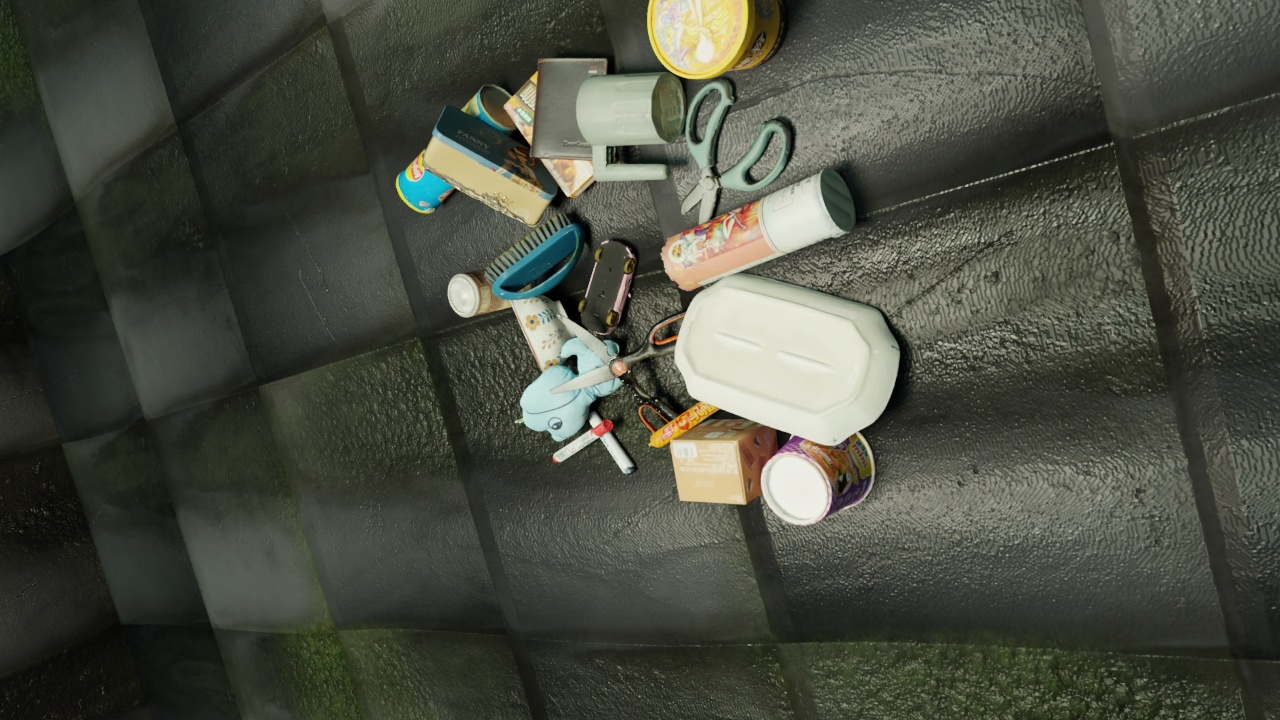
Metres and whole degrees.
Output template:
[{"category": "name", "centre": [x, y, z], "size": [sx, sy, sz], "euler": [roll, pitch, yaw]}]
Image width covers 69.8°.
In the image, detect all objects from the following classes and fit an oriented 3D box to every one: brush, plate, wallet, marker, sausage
[{"category": "brush", "centre": [-0.129, -0.126, 1.185], "size": [0.144, 0.055, 0.073], "euler": [-38, 71, -3]}, {"category": "plate", "centre": [0.150, -0.009, 1.018], "size": [0.266, 0.034, 0.162], "euler": [20, 90, 31]}, {"category": "wallet", "centre": [-0.087, -0.308, 1.129], "size": [0.096, 0.020, 0.122], "euler": [7, 96, 20]}, {"category": "marker", "centre": [-0.050, 0.101, 1.250], "size": [0.130, 0.018, 0.023], "euler": [55, 136, 12]}, {"category": "sausage", "centre": [0.073, 0.064, 1.125], "size": [0.165, 0.021, 0.021], "euler": [-36, 80, 24]}, {"category": "marker", "centre": [-0.081, 0.113, 1.262], "size": [0.146, 0.017, 0.017], "euler": [-36, 81, 49]}]

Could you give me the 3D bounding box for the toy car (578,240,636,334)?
[{"category": "toy car", "centre": [-0.039, -0.093, 1.176], "size": [0.056, 0.037, 0.122], "euler": [24, 104, 26]}]

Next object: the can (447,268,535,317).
[{"category": "can", "centre": [-0.201, -0.096, 1.243], "size": [0.059, 0.116, 0.058], "euler": [11, 108, 34]}]

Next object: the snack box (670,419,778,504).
[{"category": "snack box", "centre": [0.103, 0.118, 1.092], "size": [0.093, 0.094, 0.077], "euler": [-3, 101, 37]}]

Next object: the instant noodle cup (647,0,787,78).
[{"category": "instant noodle cup", "centre": [0.086, -0.354, 0.955], "size": [0.119, 0.114, 0.118], "euler": [11, 109, 33]}]

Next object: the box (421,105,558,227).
[{"category": "box", "centre": [-0.193, -0.248, 1.161], "size": [0.184, 0.089, 0.062], "euler": [27, 125, -21]}]

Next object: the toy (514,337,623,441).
[{"category": "toy", "centre": [-0.095, 0.041, 1.208], "size": [0.049, 0.156, 0.162], "euler": [-109, 6, -51]}]

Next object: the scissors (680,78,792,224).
[{"category": "scissors", "centre": [0.106, -0.223, 1.040], "size": [0.172, 0.019, 0.177], "euler": [21, 113, 30]}]

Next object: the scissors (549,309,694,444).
[{"category": "scissors", "centre": [-0.006, 0.011, 1.141], "size": [0.221, 0.021, 0.233], "euler": [-38, 101, 20]}]

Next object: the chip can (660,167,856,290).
[{"category": "chip can", "centre": [0.126, -0.140, 1.016], "size": [0.215, 0.071, 0.071], "euler": [-19, 91, 39]}]

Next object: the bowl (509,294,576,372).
[{"category": "bowl", "centre": [-0.124, -0.043, 1.224], "size": [0.062, 0.113, 0.113], "euler": [-25, 87, -5]}]

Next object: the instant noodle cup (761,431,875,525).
[{"category": "instant noodle cup", "centre": [0.194, 0.129, 1.026], "size": [0.112, 0.099, 0.112], "euler": [10, 108, 33]}]

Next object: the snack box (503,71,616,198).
[{"category": "snack box", "centre": [-0.102, -0.288, 1.161], "size": [0.075, 0.026, 0.153], "euler": [-39, 78, 22]}]

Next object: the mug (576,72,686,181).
[{"category": "mug", "centre": [-0.009, -0.272, 1.071], "size": [0.103, 0.083, 0.124], "euler": [7, 105, 33]}]

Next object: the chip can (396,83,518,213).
[{"category": "chip can", "centre": [-0.250, -0.285, 1.254], "size": [0.211, 0.071, 0.071], "euler": [-32, 83, 38]}]
